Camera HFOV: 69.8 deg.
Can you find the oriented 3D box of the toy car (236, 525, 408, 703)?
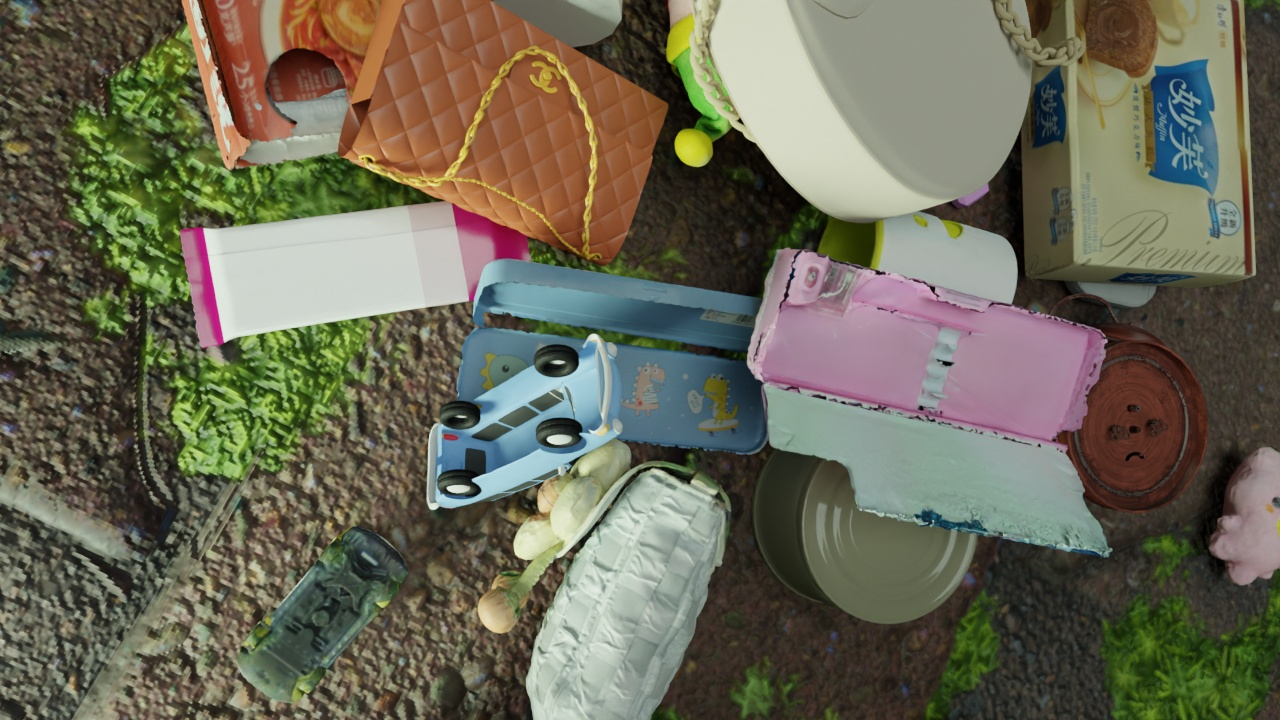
[{"bbox_3d":[-0.182,0.144,0.528,0.048,0.033,0.105,43,82,-12],"label":"toy car"}]

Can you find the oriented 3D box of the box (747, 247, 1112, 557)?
[{"bbox_3d":[0.175,0.028,0.551,0.230,0.066,0.158,12,72,-17],"label":"box"}]

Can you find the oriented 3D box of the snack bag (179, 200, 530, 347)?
[{"bbox_3d":[-0.164,-0.057,0.549,0.196,0.016,0.070,-11,89,-16],"label":"snack bag"}]

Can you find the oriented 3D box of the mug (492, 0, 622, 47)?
[{"bbox_3d":[-0.033,-0.247,0.538,0.105,0.073,0.089,-3,77,18],"label":"mug"}]

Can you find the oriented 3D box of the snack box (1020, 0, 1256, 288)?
[{"bbox_3d":[0.354,-0.161,0.657,0.153,0.055,0.207,2,85,-13],"label":"snack box"}]

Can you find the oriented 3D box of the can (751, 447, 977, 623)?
[{"bbox_3d":[0.146,0.102,0.600,0.127,0.073,0.127,1,88,-16],"label":"can"}]

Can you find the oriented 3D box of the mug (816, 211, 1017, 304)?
[{"bbox_3d":[0.181,-0.057,0.612,0.106,0.083,0.082,12,85,-16],"label":"mug"}]

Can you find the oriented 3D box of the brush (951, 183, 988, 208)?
[{"bbox_3d":[0.186,-0.212,0.639,0.089,0.043,0.228,-34,97,-14],"label":"brush"}]

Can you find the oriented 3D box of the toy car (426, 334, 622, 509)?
[{"bbox_3d":[-0.064,0.040,0.513,0.054,0.154,0.056,24,50,-42],"label":"toy car"}]

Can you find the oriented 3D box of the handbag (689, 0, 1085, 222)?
[{"bbox_3d":[0.142,-0.193,0.524,0.208,0.104,0.210,44,62,-24],"label":"handbag"}]

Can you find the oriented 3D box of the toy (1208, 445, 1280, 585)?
[{"bbox_3d":[0.478,0.126,0.705,0.093,0.050,0.102,-39,95,-8],"label":"toy"}]

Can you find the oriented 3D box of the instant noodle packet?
[{"bbox_3d":[-0.150,-0.214,0.547,0.220,0.084,0.164,-14,91,-27],"label":"instant noodle packet"}]

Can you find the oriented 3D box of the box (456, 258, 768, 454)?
[{"bbox_3d":[-0.006,-0.004,0.578,0.209,0.049,0.121,8,121,-15],"label":"box"}]

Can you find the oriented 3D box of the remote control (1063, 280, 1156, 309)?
[{"bbox_3d":[0.360,-0.115,0.695,0.074,0.019,0.151,12,83,-12],"label":"remote control"}]

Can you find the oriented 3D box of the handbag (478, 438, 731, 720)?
[{"bbox_3d":[-0.025,0.135,0.535,0.123,0.112,0.171,24,82,-4],"label":"handbag"}]

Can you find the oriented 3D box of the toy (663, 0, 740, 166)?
[{"bbox_3d":[0.046,-0.191,0.576,0.097,0.124,0.131,-27,76,6],"label":"toy"}]

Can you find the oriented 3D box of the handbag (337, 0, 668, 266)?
[{"bbox_3d":[-0.072,-0.132,0.528,0.171,0.060,0.109,19,86,-36],"label":"handbag"}]

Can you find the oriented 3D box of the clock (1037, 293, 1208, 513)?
[{"bbox_3d":[0.326,0.030,0.654,0.120,0.072,0.157,-6,90,-16],"label":"clock"}]
